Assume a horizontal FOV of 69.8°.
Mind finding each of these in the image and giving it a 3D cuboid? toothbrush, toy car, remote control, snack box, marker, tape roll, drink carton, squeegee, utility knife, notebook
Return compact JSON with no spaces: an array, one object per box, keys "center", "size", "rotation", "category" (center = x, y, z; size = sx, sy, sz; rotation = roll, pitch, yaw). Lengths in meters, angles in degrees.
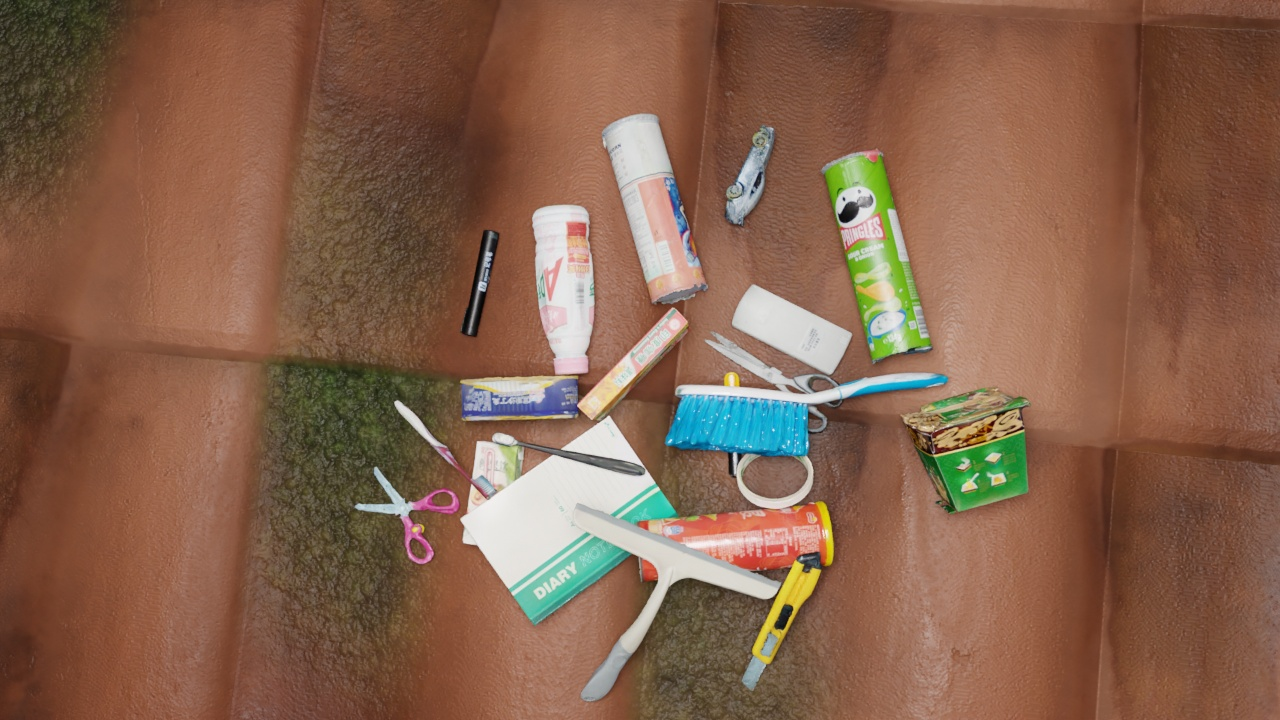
[{"center":[-0.233,0.101,1.083],"size":[0.017,0.016,0.187],"rotation":[-40,61,-22],"category":"toothbrush"},{"center":[0.132,-0.217,1.081],"size":[0.037,0.054,0.120],"rotation":[22,86,10],"category":"toy car"},{"center":[0.176,-0.037,1.078],"size":[0.135,0.019,0.056],"rotation":[27,88,7],"category":"remote control"},{"center":[0.365,0.099,1.010],"size":[0.117,0.118,0.105],"rotation":[-17,96,4],"category":"snack box"},{"center":[0.109,0.075,1.077],"size":[0.018,0.015,0.123],"rotation":[-2,85,6],"category":"marker"},{"center":[0.152,0.130,1.043],"size":[0.086,0.014,0.085],"rotation":[-7,44,6],"category":"tape roll"},{"center":[-0.173,0.157,1.083],"size":[0.053,0.045,0.122],"rotation":[7,85,7],"category":"drink carton"},{"center":[-0.010,0.302,1.011],"size":[0.246,0.039,0.247],"rotation":[24,113,-12],"category":"squeegee"},{"center":[-0.006,0.006,1.063],"size":[0.027,0.077,0.156],"rotation":[44,90,7],"category":"snack box"},{"center":[-0.196,-0.095,1.121],"size":[0.022,0.020,0.132],"rotation":[10,87,36],"category":"marker"},{"center":[0.155,0.293,1.019],"size":[0.033,0.015,0.197],"rotation":[18,110,-7],"category":"utility knife"},{"center":[-0.081,0.108,1.054],"size":[0.181,0.018,0.015],"rotation":[14,75,-8],"category":"toothbrush"},{"center":[-0.079,0.184,1.062],"size":[0.209,0.012,0.150],"rotation":[-35,90,-9],"category":"notebook"}]

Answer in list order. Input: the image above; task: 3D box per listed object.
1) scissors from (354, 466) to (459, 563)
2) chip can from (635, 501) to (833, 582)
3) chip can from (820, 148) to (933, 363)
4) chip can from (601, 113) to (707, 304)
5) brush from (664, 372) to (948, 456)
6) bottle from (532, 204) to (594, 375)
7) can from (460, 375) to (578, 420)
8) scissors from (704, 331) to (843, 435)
[{"center":[-0.278,0.177,1.108],"size":[0.124,0.017,0.133],"rotation":[-38,79,3],"category":"scissors"},{"center":[0.104,0.205,1.029],"size":[0.216,0.073,0.073],"rotation":[-6,84,-1],"category":"chip can"},{"center":[0.271,-0.118,1.050],"size":[0.072,0.072,0.236],"rotation":[-14,84,4],"category":"chip can"},{"center":[0.017,-0.176,1.080],"size":[0.071,0.071,0.214],"rotation":[-16,84,4],"category":"chip can"},{"center":[0.188,0.057,1.039],"size":[0.314,0.060,0.109],"rotation":[4,77,3],"category":"brush"},{"center":[-0.089,-0.082,1.088],"size":[0.068,0.068,0.197],"rotation":[-4,89,5],"category":"bottle"},{"center":[-0.141,0.044,1.068],"size":[0.148,0.074,0.049],"rotation":[-3,87,22],"category":"can"},{"center":[0.160,0.012,1.081],"size":[0.141,0.014,0.173],"rotation":[-22,81,4],"category":"scissors"}]
